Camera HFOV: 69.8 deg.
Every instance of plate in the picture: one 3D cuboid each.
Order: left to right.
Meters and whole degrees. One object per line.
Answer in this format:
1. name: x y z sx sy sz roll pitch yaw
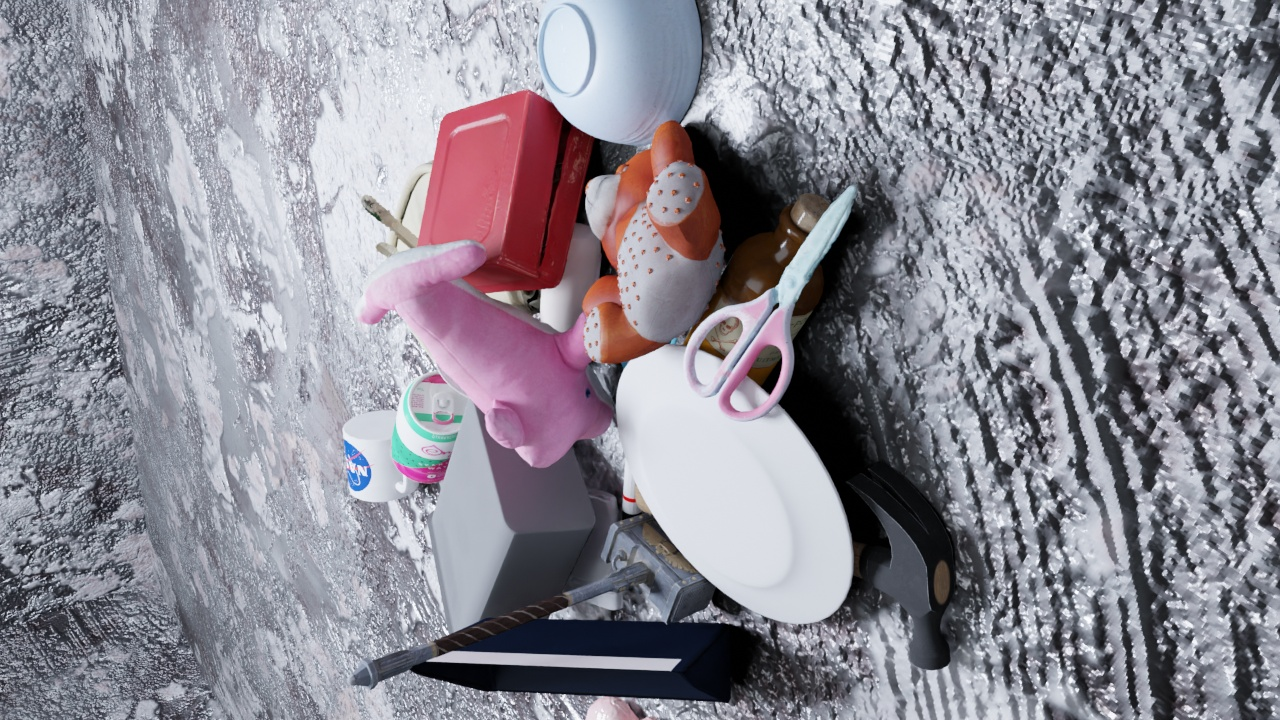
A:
1. plate: 0.058 0.100 0.698 0.242 0.016 0.243 35 141 34

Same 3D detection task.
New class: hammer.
1. hammer: -0.080 0.199 0.730 0.098 0.321 0.044 38 122 37
2. hammer: 0.100 0.129 0.721 0.306 0.040 0.132 8 113 50

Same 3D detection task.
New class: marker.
1. marker: -0.004 0.087 0.842 0.019 0.019 0.146 28 124 42

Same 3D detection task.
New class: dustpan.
1. dustpan: -0.042 0.276 0.810 0.236 0.273 0.080 -3 85 16

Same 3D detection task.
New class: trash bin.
1. trash bin: -0.139 0.165 0.939 0.220 0.097 0.191 -65 35 39

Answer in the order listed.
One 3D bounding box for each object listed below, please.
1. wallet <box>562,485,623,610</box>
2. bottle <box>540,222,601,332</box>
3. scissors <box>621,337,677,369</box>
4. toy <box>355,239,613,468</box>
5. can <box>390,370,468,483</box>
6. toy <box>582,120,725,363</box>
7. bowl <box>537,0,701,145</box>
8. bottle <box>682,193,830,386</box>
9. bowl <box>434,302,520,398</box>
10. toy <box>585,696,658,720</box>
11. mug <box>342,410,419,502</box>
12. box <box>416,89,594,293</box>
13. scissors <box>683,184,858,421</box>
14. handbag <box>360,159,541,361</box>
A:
1. wallet: -0.045 0.186 0.920 0.086 0.032 0.116 11 103 48
2. bottle: -0.066 -0.052 0.840 0.051 0.051 0.146 34 127 39
3. scissors: -0.006 0.004 0.805 0.126 0.015 0.136 33 110 47
4. toy: -0.116 0.013 0.767 0.187 0.265 0.127 -20 44 33
5. can: -0.234 0.077 1.040 0.088 0.088 0.166 62 153 14
6. toy: 0.005 -0.095 0.670 0.172 0.093 0.164 -96 24 -53
7. bowl: -0.031 -0.240 0.708 0.151 0.074 0.151 21 118 45
8. bottle: 0.088 -0.047 0.641 0.068 0.067 0.157 52 137 25
9. bowl: -0.141 -0.014 0.878 0.054 0.105 0.105 -84 11 -51
10. toy: -0.009 0.399 0.945 0.105 0.053 0.108 -14 91 37
11. mug: -0.331 0.130 1.200 0.121 0.090 0.090 24 121 43
12. box: -0.114 -0.140 0.793 0.129 0.086 0.158 0 76 40
13. scissors: 0.088 -0.040 0.589 0.076 0.017 0.174 39 114 21
14. handbag: -0.200 -0.090 0.939 0.230 0.131 0.184 -32 85 53
